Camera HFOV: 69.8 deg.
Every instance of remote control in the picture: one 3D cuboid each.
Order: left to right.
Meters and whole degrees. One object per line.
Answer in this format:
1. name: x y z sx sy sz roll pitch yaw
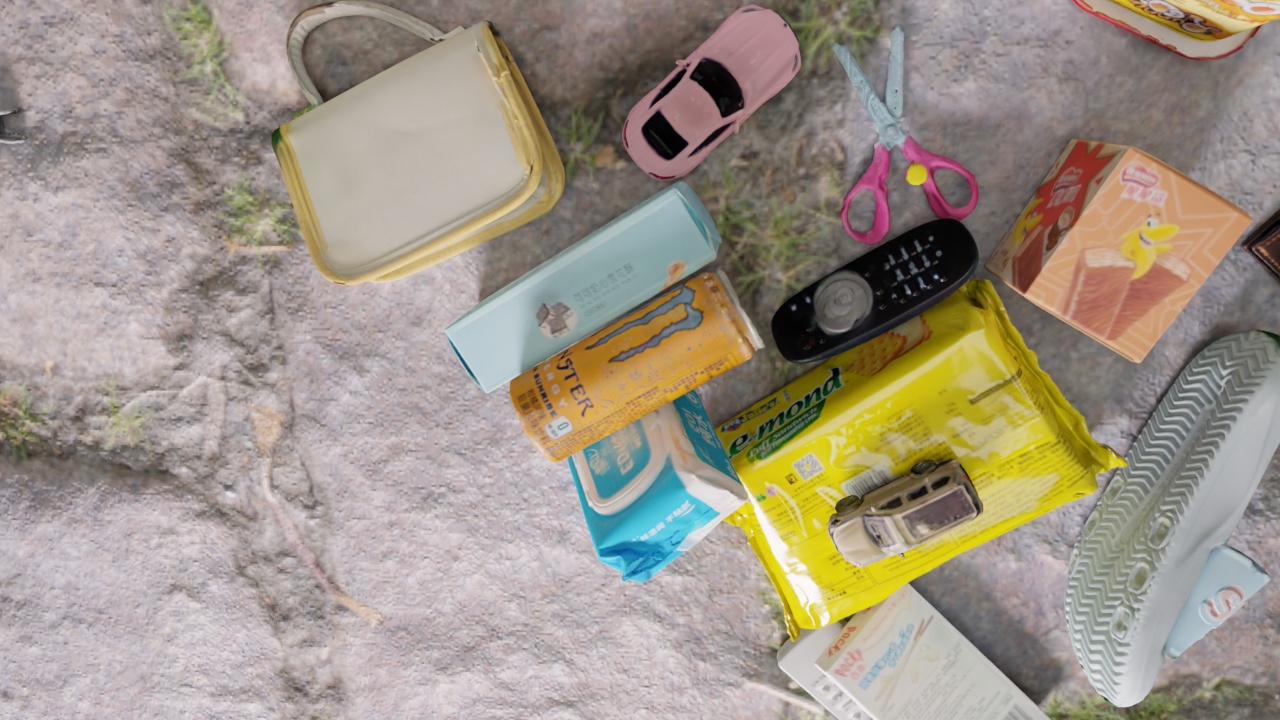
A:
1. remote control: 0.146 -0.041 0.577 0.137 0.024 0.053 -29 63 24
2. remote control: 0.171 0.247 0.670 0.150 0.021 0.058 42 106 -5

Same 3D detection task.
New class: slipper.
1. slipper: 0.342 0.100 0.569 0.074 0.104 0.245 21 101 -2

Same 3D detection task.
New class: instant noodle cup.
1. instant noodle cup: 0.300 -0.224 0.464 0.116 0.123 0.116 25 108 -1

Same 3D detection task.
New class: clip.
1. clip: -0.450 -0.159 0.625 0.057 0.024 0.029 -3 110 1

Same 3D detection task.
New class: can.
1. can: -0.003 0.003 0.544 0.146 0.058 0.058 -29 101 7

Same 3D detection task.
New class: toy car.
1. toy car: 0.042 -0.162 0.559 0.122 0.037 0.056 -41 99 15
2. toy car: 0.156 0.094 0.550 0.091 0.035 0.042 -28 99 17

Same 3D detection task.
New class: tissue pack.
1. tissue pack: 0.002 0.065 0.585 0.090 0.140 0.063 -42 129 15

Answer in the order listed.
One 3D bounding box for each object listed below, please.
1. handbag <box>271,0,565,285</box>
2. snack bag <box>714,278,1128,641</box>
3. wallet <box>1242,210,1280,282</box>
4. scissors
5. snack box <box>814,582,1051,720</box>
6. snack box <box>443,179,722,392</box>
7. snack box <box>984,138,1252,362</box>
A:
1. handbag: -0.149 -0.151 0.580 0.163 0.063 0.178 -23 87 12
2. snack bag: 0.161 0.069 0.596 0.247 0.068 0.158 -34 99 16
3. wallet: 0.444 -0.063 0.550 0.122 0.020 0.096 40 112 -7
4. scissors: 0.147 -0.134 0.567 0.105 0.017 0.136 -32 96 20
5. snack box: 0.207 0.234 0.644 0.157 0.027 0.084 43 83 -6
6. snack box: -0.034 -0.048 0.580 0.175 0.074 0.051 -30 101 14
7. snack box: 0.268 -0.067 0.530 0.077 0.092 0.094 30 107 -2
